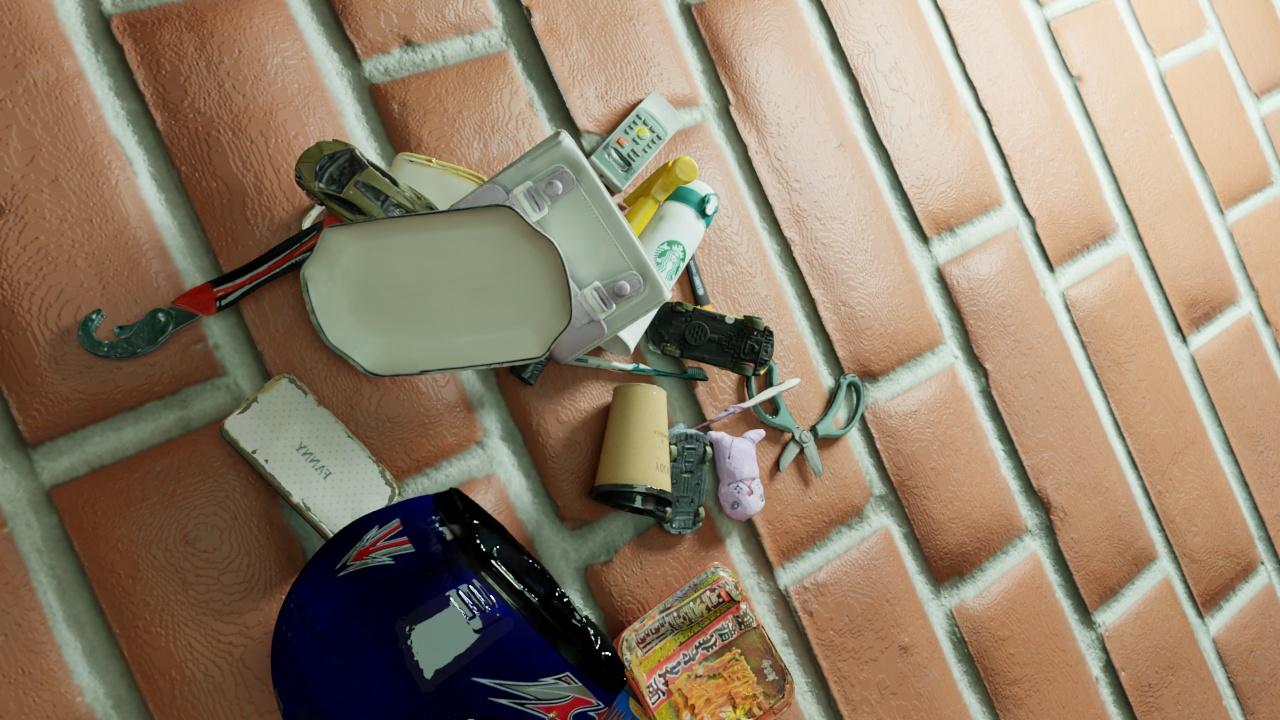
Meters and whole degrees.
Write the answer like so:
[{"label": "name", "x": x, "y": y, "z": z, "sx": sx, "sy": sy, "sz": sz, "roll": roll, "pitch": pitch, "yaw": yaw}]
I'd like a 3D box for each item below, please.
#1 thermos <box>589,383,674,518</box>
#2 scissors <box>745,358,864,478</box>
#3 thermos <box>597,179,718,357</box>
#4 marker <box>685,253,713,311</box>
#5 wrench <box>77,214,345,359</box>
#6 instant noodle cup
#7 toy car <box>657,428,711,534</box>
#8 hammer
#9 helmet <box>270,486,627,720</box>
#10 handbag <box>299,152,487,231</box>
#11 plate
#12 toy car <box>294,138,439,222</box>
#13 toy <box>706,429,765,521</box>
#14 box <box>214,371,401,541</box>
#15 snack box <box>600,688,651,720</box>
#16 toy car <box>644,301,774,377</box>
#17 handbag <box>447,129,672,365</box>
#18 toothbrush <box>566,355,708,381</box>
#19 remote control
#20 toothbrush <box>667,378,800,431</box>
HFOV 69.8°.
[{"label": "thermos", "x": -0.005, "y": 0.101, "z": 1.009, "sx": 0.093, "sy": 0.093, "sz": 0.143, "roll": 13, "pitch": 69, "yaw": -21}, {"label": "scissors", "x": 0.213, "y": 0.054, "z": 1.146, "sx": 0.177, "sy": 0.019, "sz": 0.170, "roll": -27, "pitch": 91, "yaw": -25}, {"label": "thermos", "x": 0.018, "y": -0.112, "z": 1.057, "sx": 0.073, "sy": 0.073, "sz": 0.223, "roll": 37, "pitch": 70, "yaw": -14}, {"label": "marker", "x": 0.074, "y": -0.077, "z": 1.108, "sx": 0.018, "sy": 0.015, "sz": 0.124, "roll": -17, "pitch": 89, "yaw": -23}, {"label": "wrench", "x": -0.398, "y": -0.074, "z": 0.884, "sx": 0.273, "sy": 0.016, "sz": 0.056, "roll": -29, "pitch": 84, "yaw": -18}, {"label": "instant noodle cup", "x": 0.065, "y": 0.336, "z": 1.001, "sx": 0.164, "sy": 0.079, "sz": 0.189, "roll": -31, "pitch": 93, "yaw": -24}, {"label": "toy car", "x": 0.048, "y": 0.138, "z": 1.050, "sx": 0.054, "sy": 0.037, "sz": 0.120, "roll": 3, "pitch": 92, "yaw": -26}, {"label": "hammer", "x": -0.045, "y": -0.101, "z": 1.020, "sx": 0.033, "sy": 0.129, "sz": 0.300, "roll": 38, "pitch": 80, "yaw": -15}, {"label": "helmet", "x": -0.180, "y": 0.274, "z": 0.824, "sx": 0.240, "sy": 0.247, "sz": 0.315, "roll": -41, "pitch": 130, "yaw": -5}, {"label": "handbag", "x": -0.256, "y": -0.135, "z": 0.960, "sx": 0.178, "sy": 0.063, "sz": 0.163, "roll": 20, "pitch": 73, "yaw": -4}, {"label": "plate", "x": -0.193, "y": -0.068, "z": 0.882, "sx": 0.266, "sy": 0.034, "sz": 0.162, "roll": -6, "pitch": 114, "yaw": 11}, {"label": "toy car", "x": -0.271, "y": -0.162, "z": 0.909, "sx": 0.158, "sy": 0.042, "sz": 0.070, "roll": 34, "pitch": 71, "yaw": -1}, {"label": "toy", "x": 0.118, "y": 0.134, "z": 1.080, "sx": 0.083, "sy": 0.039, "sz": 0.108, "roll": -3, "pitch": 81, "yaw": -30}, {"label": "box", "x": -0.322, "y": 0.093, "z": 0.886, "sx": 0.089, "sy": 0.061, "sz": 0.184, "roll": -43, "pitch": 97, "yaw": -24}, {"label": "snack box", "x": -0.064, "y": 0.409, "z": 0.958, "sx": 0.084, "sy": 0.026, "sz": 0.156, "roll": 48, "pitch": 67, "yaw": -16}, {"label": "toy car", "x": 0.082, "y": -0.027, "z": 1.077, "sx": 0.156, "sy": 0.041, "sz": 0.071, "roll": 13, "pitch": 88, "yaw": 0}, {"label": "handbag", "x": -0.081, "y": -0.110, "z": 0.919, "sx": 0.145, "sy": 0.098, "sz": 0.197, "roll": -33, "pitch": 108, "yaw": 5}, {"label": "toothbrush", "x": -0.006, "y": 0.006, "z": 1.061, "sx": 0.191, "sy": 0.016, "sz": 0.018, "roll": 8, "pitch": 68, "yaw": -22}, {"label": "remote control", "x": -0.005, "y": -0.263, "z": 1.103, "sx": 0.056, "sy": 0.019, "sz": 0.134, "roll": 44, "pitch": 68, "yaw": -11}, {"label": "toothbrush", "x": 0.110, "y": 0.055, "z": 1.091, "sx": 0.187, "sy": 0.016, "sz": 0.017, "roll": -23, "pitch": 80, "yaw": -17}]
